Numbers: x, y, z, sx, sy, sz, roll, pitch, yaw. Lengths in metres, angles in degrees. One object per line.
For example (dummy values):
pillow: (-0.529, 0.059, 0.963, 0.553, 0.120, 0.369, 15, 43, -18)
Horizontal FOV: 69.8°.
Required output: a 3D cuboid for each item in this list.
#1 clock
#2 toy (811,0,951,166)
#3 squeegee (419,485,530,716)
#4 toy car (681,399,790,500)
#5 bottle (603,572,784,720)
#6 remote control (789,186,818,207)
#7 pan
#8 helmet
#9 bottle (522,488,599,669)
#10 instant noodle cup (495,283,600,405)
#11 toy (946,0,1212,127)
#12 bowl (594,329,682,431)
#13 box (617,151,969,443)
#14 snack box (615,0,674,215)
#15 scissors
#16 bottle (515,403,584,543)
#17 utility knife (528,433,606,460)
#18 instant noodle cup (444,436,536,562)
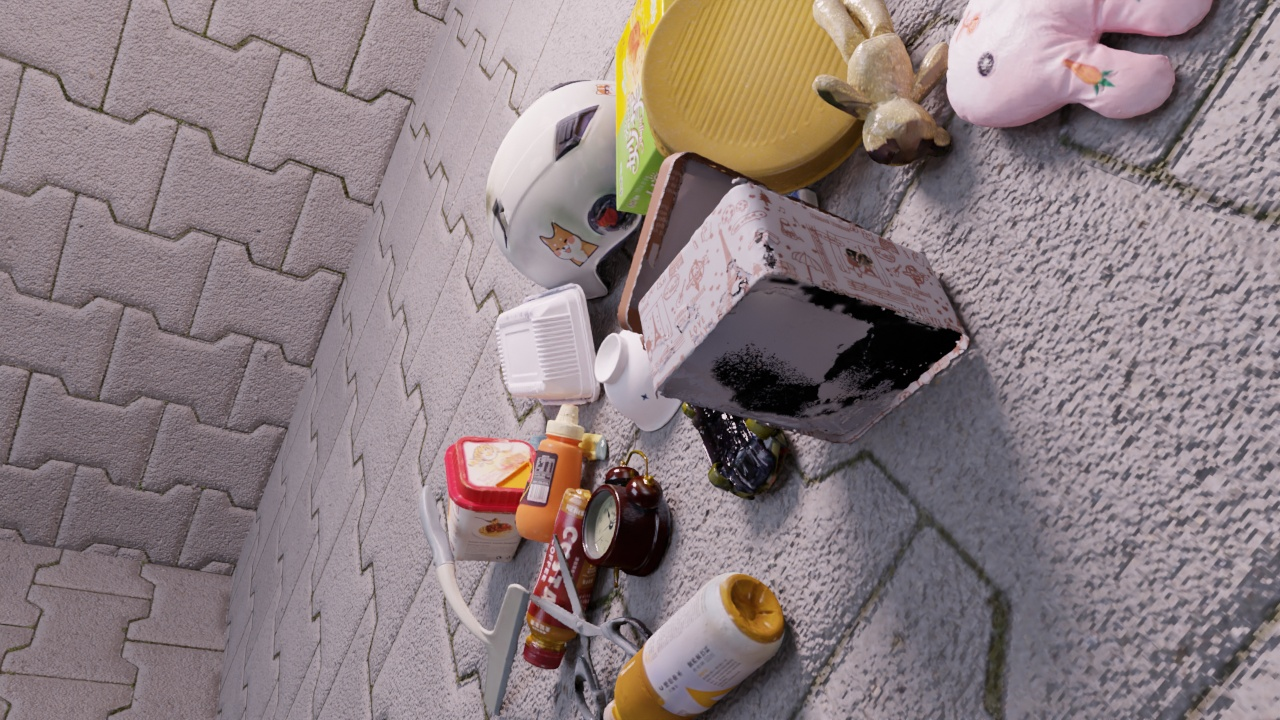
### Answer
clock: (-0.012, 0.143, 0.846, 0.082, 0.055, 0.122, 17, 92, 64)
toy: (0.169, -0.208, 0.667, 0.066, 0.105, 0.157, 103, 154, -65)
squeegee: (-0.206, 0.233, 1.009, 0.246, 0.039, 0.247, 54, 143, 34)
toy car: (0.075, 0.045, 0.755, 0.070, 0.042, 0.158, -58, 32, 27)
bottle: (0.033, 0.234, 0.695, 0.190, 0.068, 0.068, -52, 33, 34)
remote control: (0.109, -0.094, 0.793, 0.125, 0.024, 0.049, -43, 39, 46)
pan: (0.133, -0.300, 0.767, 0.198, 0.078, 0.357, 23, 85, 19)
helmet: (-0.094, -0.212, 1.076, 0.229, 0.156, 0.275, -105, 33, -45)
bottle: (-0.074, 0.218, 0.915, 0.057, 0.057, 0.175, 20, 92, 63)
instant noodle cup: (-0.117, -0.012, 1.078, 0.174, 0.060, 0.138, -6, 94, 63)
toy: (0.255, -0.197, 0.556, 0.159, 0.054, 0.121, 30, 102, 54)
bowl: (-0.005, 0.005, 0.906, 0.119, 0.064, 0.118, -39, 41, 46)
box: (0.093, -0.053, 0.635, 0.152, 0.182, 0.174, -47, 40, 39)
snack box: (0.028, -0.269, 0.911, 0.158, 0.070, 0.209, 134, 138, -64)
scissors: (-0.051, 0.244, 0.842, 0.160, 0.014, 0.179, -25, 76, 38)
bottle: (-0.091, 0.120, 0.990, 0.067, 0.066, 0.149, -1, 76, 62)
utility knife: (-0.087, 0.099, 1.065, 0.217, 0.022, 0.031, -11, 60, 65)
instant noodle cup: (-0.181, 0.170, 1.101, 0.116, 0.116, 0.124, -113, 35, -52)
